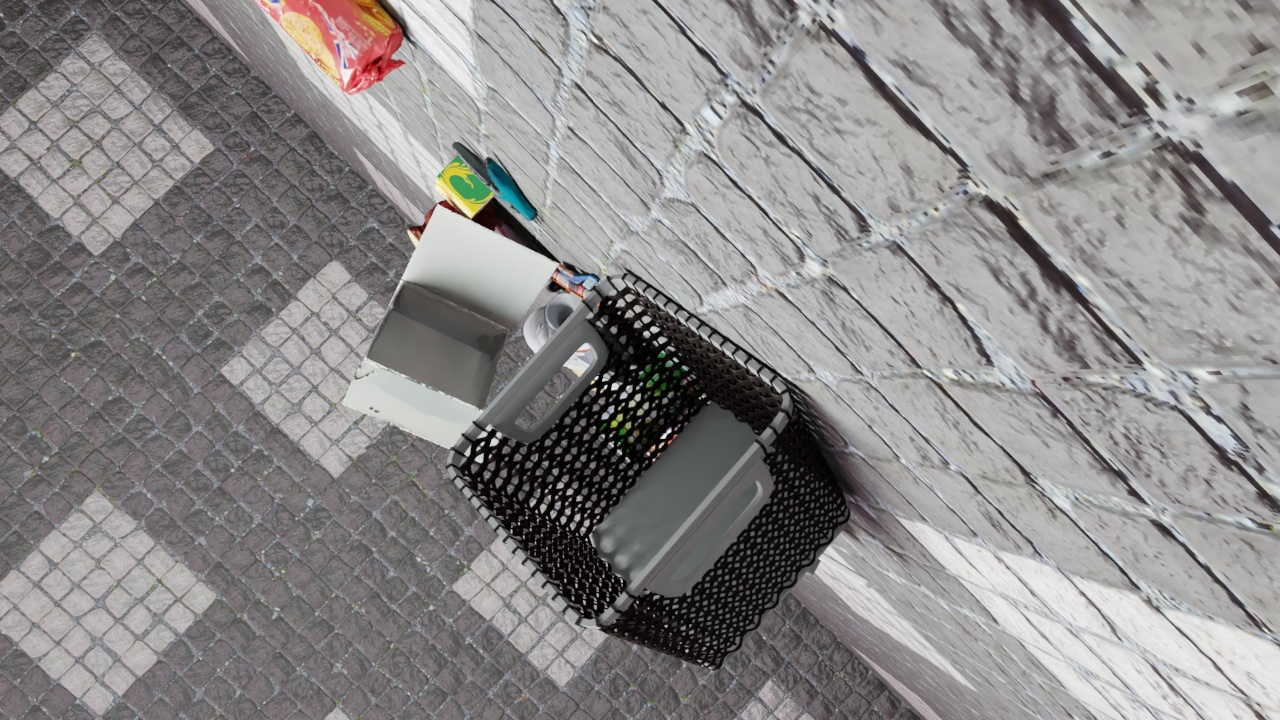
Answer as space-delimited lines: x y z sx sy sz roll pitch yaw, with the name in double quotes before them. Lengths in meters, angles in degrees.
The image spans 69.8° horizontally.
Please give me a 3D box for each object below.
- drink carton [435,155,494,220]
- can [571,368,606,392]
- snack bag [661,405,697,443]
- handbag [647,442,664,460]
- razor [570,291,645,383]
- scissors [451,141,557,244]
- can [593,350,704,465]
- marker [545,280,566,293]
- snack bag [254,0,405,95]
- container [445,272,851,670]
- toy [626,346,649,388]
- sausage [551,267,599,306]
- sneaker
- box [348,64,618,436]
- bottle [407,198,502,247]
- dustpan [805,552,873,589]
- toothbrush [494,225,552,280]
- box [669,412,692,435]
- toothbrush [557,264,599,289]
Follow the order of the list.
"drink carton" -0.210 -0.205 1.098 0.058 0.041 0.122 45 174 -12
"can" -0.083 -0.006 1.454 0.105 0.067 0.068 46 173 -21
"snack bag" 0.101 0.127 1.182 0.225 0.041 0.077 44 -147 -13
"handbag" 0.071 0.102 1.294 0.199 0.116 0.187 -146 44 -77
"razor" -0.042 -0.034 1.121 0.057 0.060 0.156 79 165 -59
"scissors" -0.148 -0.182 0.969 0.118 0.019 0.148 40 174 26
"can" 0.011 0.053 1.031 0.067 0.121 0.067 43 174 6
"marker" -0.124 -0.104 1.326 0.022 0.016 0.139 21 178 -10
"snack bag" -0.269 -0.296 0.746 0.176 0.082 0.082 46 173 -15
"container" 0.023 0.117 0.860 0.245 0.247 0.243 38 175 40
"toy" -0.007 0.007 1.164 0.096 0.052 0.099 56 172 -1
"sausage" -0.076 -0.090 1.112 0.020 0.020 0.155 48 172 -32
"sneaker" -0.098 -0.047 1.278 0.240 0.088 0.124 27 160 39
"box" -0.200 -0.136 1.183 0.167 0.446 0.165 25 179 -16
"bottle" -0.238 -0.166 1.214 0.099 0.111 0.099 50 166 17
"dustpan" 0.148 0.200 1.026 0.258 0.033 0.163 26 175 46
"toothbrush" -0.174 -0.155 1.299 0.135 0.016 0.021 43 175 13
"box" 0.127 0.133 1.057 0.201 0.041 0.153 38 180 40
"toothbrush" -0.075 -0.098 1.066 0.021 0.017 0.135 49 172 -23
